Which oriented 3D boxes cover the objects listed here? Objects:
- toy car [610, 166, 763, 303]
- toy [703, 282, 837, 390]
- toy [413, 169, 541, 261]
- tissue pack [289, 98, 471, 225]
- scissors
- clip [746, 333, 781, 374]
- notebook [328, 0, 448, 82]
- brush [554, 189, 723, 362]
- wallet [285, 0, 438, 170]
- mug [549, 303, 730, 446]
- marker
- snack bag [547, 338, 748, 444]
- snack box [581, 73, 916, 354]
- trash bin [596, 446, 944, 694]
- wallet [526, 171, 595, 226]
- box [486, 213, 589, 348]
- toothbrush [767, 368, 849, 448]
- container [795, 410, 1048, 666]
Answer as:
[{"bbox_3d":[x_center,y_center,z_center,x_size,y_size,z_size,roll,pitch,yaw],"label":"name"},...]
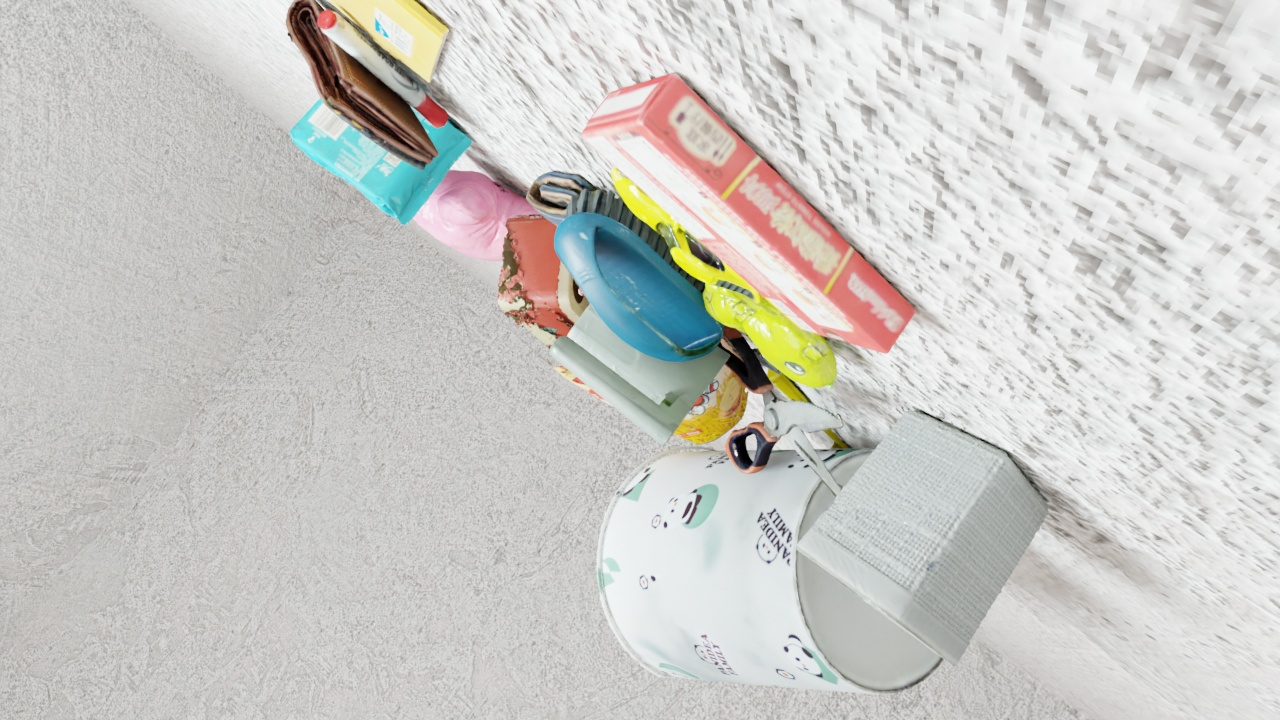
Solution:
[{"bbox_3d":[0.026,-0.067,0.477,0.105,0.032,0.048,38,176,2],"label":"toy car"},{"bbox_3d":[0.080,-0.019,0.561,0.100,0.031,0.097,41,176,5],"label":"toy"},{"bbox_3d":[-0.136,-0.128,0.852,0.179,0.074,0.194,18,-178,23],"label":"toy"},{"bbox_3d":[-0.215,-0.182,0.764,0.133,0.093,0.050,36,172,18],"label":"tissue pack"},{"bbox_3d":[0.091,0.037,0.672,0.227,0.015,0.189,112,141,-64],"label":"scissors"},{"bbox_3d":[0.095,-0.003,0.694,0.025,0.036,0.058,44,173,-22],"label":"clip"},{"bbox_3d":[-0.202,-0.244,0.533,0.206,0.010,0.146,38,175,-17],"label":"notebook"},{"bbox_3d":[0.001,-0.044,0.595,0.055,0.073,0.144,-23,133,36],"label":"brush"},{"bbox_3d":[-0.205,-0.203,0.677,0.124,0.032,0.101,58,-168,32],"label":"wallet"},{"bbox_3d":[-0.004,0.004,0.663,0.103,0.084,0.123,38,-158,4],"label":"mug"},{"bbox_3d":[-0.179,-0.204,0.654,0.017,0.017,0.145,35,180,21],"label":"marker"},{"bbox_3d":[0.022,0.009,0.813,0.207,0.129,0.073,36,-152,-56],"label":"snack bag"},{"bbox_3d":[0.047,-0.061,0.402,0.153,0.025,0.075,38,175,-23],"label":"snack box"},{"bbox_3d":[0.122,0.177,0.797,0.229,0.229,0.253,38,153,-20],"label":"trash bin"},{"bbox_3d":[-0.023,-0.087,0.659,0.115,0.033,0.090,38,178,-30],"label":"wallet"},{"bbox_3d":[-0.065,-0.055,0.792,0.078,0.091,0.168,-1,162,18],"label":"box"},{"bbox_3d":[0.155,0.053,0.831,0.016,0.016,0.190,33,174,40],"label":"toothbrush"},{"bbox_3d":[0.173,0.102,0.555,0.090,0.114,0.090,40,175,-38],"label":"container"}]
